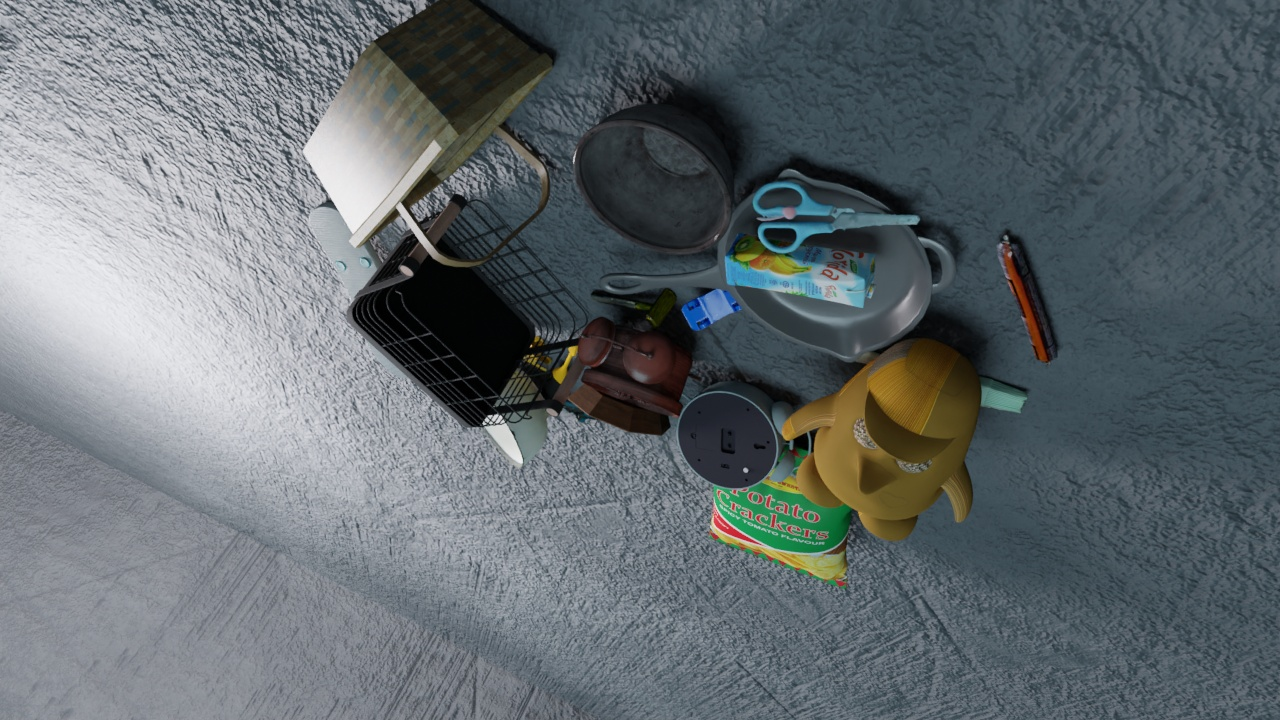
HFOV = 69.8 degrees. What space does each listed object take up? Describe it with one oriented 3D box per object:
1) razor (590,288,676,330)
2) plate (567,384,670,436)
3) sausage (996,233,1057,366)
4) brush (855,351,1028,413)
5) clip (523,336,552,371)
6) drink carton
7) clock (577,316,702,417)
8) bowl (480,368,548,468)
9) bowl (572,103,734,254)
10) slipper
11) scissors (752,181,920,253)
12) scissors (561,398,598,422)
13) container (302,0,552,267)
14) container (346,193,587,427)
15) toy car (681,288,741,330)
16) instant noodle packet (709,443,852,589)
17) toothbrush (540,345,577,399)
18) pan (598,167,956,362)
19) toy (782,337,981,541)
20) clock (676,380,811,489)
[{"bbox_3d":[-0.014,-0.063,1.005,0.106,0.042,0.026,14,149,39],"label":"razor"},{"bbox_3d":[-0.021,0.053,1.123,0.131,0.025,0.131,19,-168,-4],"label":"plate"},{"bbox_3d":[0.328,-0.047,0.775,0.020,0.020,0.155,-2,137,39],"label":"sausage"},{"bbox_3d":[0.269,0.010,0.911,0.218,0.012,0.033,18,148,19],"label":"brush"},{"bbox_3d":[-0.135,-0.016,1.183,0.053,0.039,0.047,30,153,-1],"label":"clip"},{"bbox_3d":[0.139,-0.078,0.794,0.129,0.044,0.039,12,138,22],"label":"drink carton"},{"bbox_3d":[-0.006,0.006,1.012,0.121,0.072,0.157,17,172,30],"label":"clock"},{"bbox_3d":[-0.176,0.062,1.238,0.153,0.072,0.154,45,157,25],"label":"bowl"},{"bbox_3d":[0.021,-0.167,0.791,0.145,0.067,0.145,20,147,13],"label":"bowl"},{"bbox_3d":[-0.337,-0.093,1.199,0.098,0.054,0.269,5,131,28],"label":"slipper"},{"bbox_3d":[0.160,-0.114,0.756,0.139,0.015,0.063,8,109,21],"label":"scissors"},{"bbox_3d":[-0.070,0.071,1.248,0.137,0.019,0.130,27,149,5],"label":"scissors"},{"bbox_3d":[-0.177,-0.185,0.840,0.186,0.157,0.251,49,144,-12],"label":"container"},{"bbox_3d":[-0.183,-0.048,1.025,0.131,0.162,0.241,-10,132,45],"label":"container"},{"bbox_3d":[0.078,-0.059,0.953,0.092,0.061,0.033,-27,96,25],"label":"toy car"},{"bbox_3d":[0.176,0.186,1.154,0.196,0.090,0.253,17,139,20],"label":"instant noodle packet"},{"bbox_3d":[-0.104,0.021,1.187,0.031,0.030,0.197,58,153,14],"label":"toothbrush"},{"bbox_3d":[0.113,-0.084,0.860,0.355,0.024,0.217,0,133,32],"label":"pan"},{"bbox_3d":[0.244,0.069,0.868,0.199,0.162,0.204,27,140,11],"label":"toy"},{"bbox_3d":[0.118,0.087,1.055,0.159,0.045,0.123,8,113,23],"label":"clock"}]
